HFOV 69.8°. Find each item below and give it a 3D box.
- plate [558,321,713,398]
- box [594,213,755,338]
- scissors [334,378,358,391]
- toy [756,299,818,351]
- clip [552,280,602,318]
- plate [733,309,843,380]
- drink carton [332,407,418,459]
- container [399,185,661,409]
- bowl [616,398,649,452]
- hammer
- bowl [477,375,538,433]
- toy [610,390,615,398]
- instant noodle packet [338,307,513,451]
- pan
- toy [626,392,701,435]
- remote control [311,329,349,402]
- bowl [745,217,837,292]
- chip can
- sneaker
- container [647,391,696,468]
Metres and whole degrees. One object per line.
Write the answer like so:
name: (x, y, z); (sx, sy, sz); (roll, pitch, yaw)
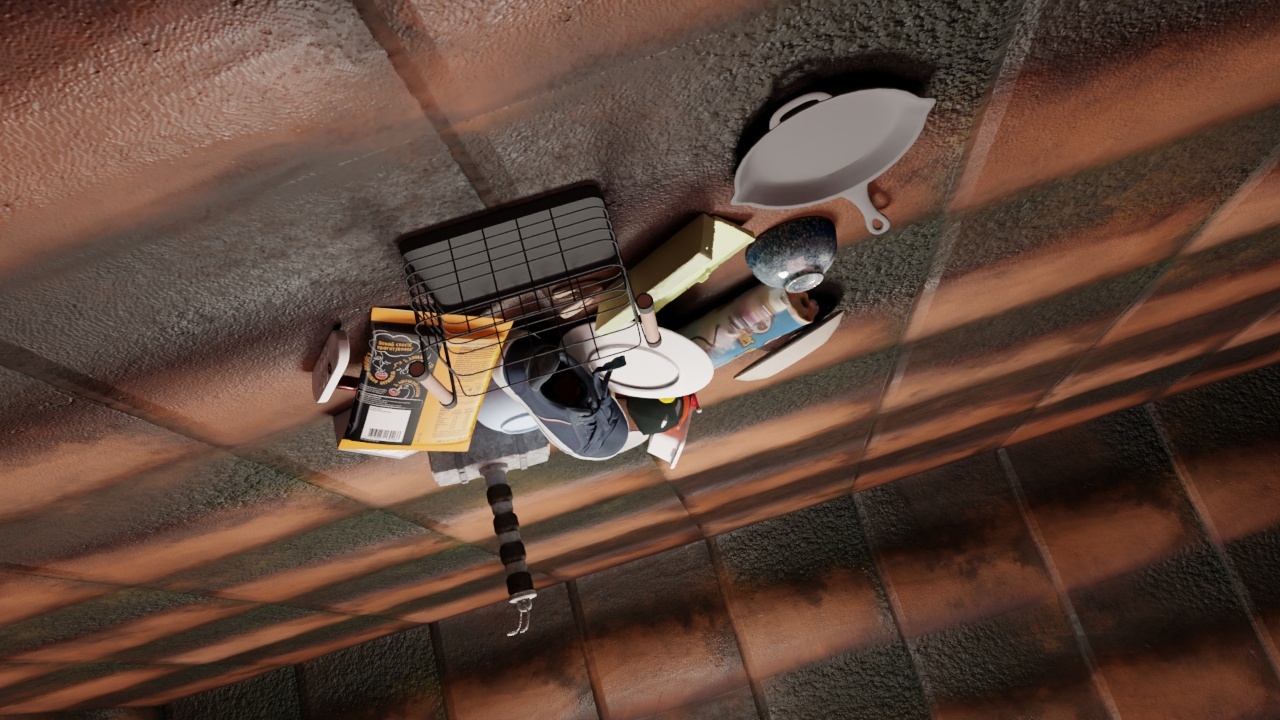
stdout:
plate: (-0.007, 0.007, 1.223); (0.208, 0.015, 0.209); (8, 152, 4)
box: (0.030, -0.101, 1.057); (0.189, 0.064, 0.130); (-35, 174, 42)
scissors: (-0.302, 0.023, 1.166); (0.180, 0.015, 0.198); (-30, 157, 33)
toy: (0.204, -0.053, 1.311); (0.105, 0.053, 0.108); (-23, 166, -10)
clip: (-0.071, -0.069, 1.069); (0.061, 0.041, 0.024); (-14, 162, 9)
plate: (0.223, -0.014, 1.352); (0.188, 0.027, 0.189); (-32, 178, -1)
drink carton: (-0.355, 0.098, 1.271); (0.076, 0.048, 0.124); (-25, 158, 21)
container: (-0.114, -0.057, 0.935); (0.241, 0.130, 0.163); (-17, 160, 0)
bowl: (-0.048, 0.109, 1.511); (0.116, 0.065, 0.116); (-15, 160, -6)
hammer: (-0.196, 0.229, 1.334); (0.176, 0.326, 0.080); (-13, 160, -10)
bowl: (-0.168, 0.055, 1.266); (0.150, 0.074, 0.151); (-14, 160, -5)
toy: (-0.079, 0.072, 1.349); (0.105, 0.108, 0.134); (24, 143, -20)
instant noodle packet: (-0.256, 0.030, 1.089); (0.159, 0.032, 0.221); (4, 130, -28)
pan: (0.212, -0.201, 0.964); (0.217, 0.024, 0.354); (-25, 158, 21)
toy: (0.036, 0.058, 1.413); (0.098, 0.100, 0.119); (20, -152, 29)
remote control: (-0.354, 0.008, 1.045); (0.013, 0.043, 0.137); (-3, 156, -33)
bowl: (0.190, -0.118, 1.113); (0.114, 0.060, 0.114); (-15, 161, -6)
chip can: (0.118, -0.038, 1.247); (0.230, 0.079, 0.079); (-28, 157, 30)
sneaker: (-0.067, 0.058, 1.198); (0.127, 0.120, 0.294); (20, 163, 34)
container: (0.050, 0.101, 1.486); (0.049, 0.129, 0.081); (17, 140, -1)
